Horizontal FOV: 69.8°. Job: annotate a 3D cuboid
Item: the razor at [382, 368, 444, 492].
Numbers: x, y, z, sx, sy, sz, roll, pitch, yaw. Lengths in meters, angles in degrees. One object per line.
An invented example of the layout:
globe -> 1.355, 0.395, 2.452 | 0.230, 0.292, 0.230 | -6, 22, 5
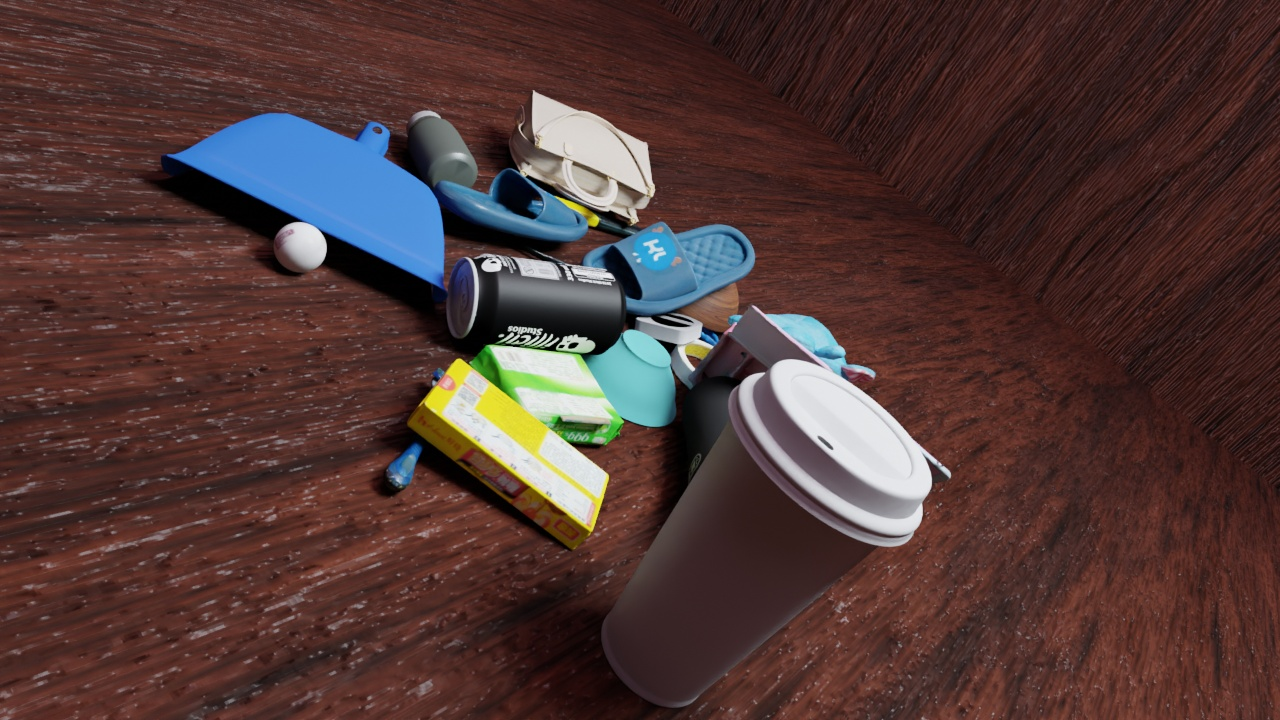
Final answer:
razor -> -0.156, 0.052, 0.663 | 0.044, 0.018, 0.140 | 40, 26, -11

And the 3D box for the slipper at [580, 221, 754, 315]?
slipper -> 0.038, -0.109, 1.029 | 0.213, 0.059, 0.103 | -15, 63, -23

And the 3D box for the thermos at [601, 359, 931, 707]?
thermos -> 0.065, 0.118, 0.575 | 0.131, 0.222, 0.131 | 27, 27, -15

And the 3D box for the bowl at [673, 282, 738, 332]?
bowl -> 0.068, -0.106, 1.121 | 0.147, 0.069, 0.147 | 30, 21, -13

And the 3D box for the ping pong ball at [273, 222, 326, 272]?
ping pong ball -> -0.275, -0.091, 0.741 | 0.040, 0.040, 0.040 | 27, 27, -15

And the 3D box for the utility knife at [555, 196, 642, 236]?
utility knife -> -0.042, -0.177, 1.186 | 0.186, 0.020, 0.028 | 12, 34, -37

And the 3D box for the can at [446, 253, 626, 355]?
can -> -0.092, -0.049, 0.819 | 0.145, 0.080, 0.080 | 4, 38, -31

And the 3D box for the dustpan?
dustpan -> -0.275, -0.175, 0.864 | 0.245, 0.060, 0.257 | 26, 37, -17

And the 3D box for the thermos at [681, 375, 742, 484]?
thermos -> 0.082, 0.094, 0.788 | 0.106, 0.106, 0.218 | 27, 22, -16

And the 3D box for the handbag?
handbag -> -0.070, -0.243, 1.170 | 0.194, 0.101, 0.197 | 20, 30, -22

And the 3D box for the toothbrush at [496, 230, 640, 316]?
toothbrush -> -0.075, -0.097, 1.018 | 0.188, 0.014, 0.017 | 29, 26, -12

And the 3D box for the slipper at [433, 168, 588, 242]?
slipper -> -0.131, -0.170, 1.001 | 0.104, 0.059, 0.213 | 33, 19, 28

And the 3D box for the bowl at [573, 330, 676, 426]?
bowl -> -0.005, 0.005, 0.887 | 0.121, 0.046, 0.121 | 27, 27, -15

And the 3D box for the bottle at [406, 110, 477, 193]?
bottle -> -0.224, -0.231, 1.017 | 0.060, 0.060, 0.108 | 9, 36, -41

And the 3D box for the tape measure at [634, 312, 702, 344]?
tape measure -> 0.032, -0.037, 1.011 | 0.065, 0.017, 0.064 | 16, 20, 22

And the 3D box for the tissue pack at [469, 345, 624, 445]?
tissue pack -> -0.077, 0.030, 0.776 | 0.113, 0.034, 0.099 | 9, 33, -41

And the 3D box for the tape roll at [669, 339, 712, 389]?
tape roll -> 0.076, 0.013, 1.001 | 0.094, 0.019, 0.093 | 27, 26, -15

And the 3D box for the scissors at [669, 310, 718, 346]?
scissors -> 0.034, -0.052, 1.076 | 0.132, 0.020, 0.096 | 40, 23, 8

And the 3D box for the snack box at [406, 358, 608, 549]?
snack box -> -0.093, 0.067, 0.677 | 0.152, 0.025, 0.075 | 39, 25, -11

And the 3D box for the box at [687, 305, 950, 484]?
box -> 0.169, 0.048, 0.876 | 0.233, 0.181, 0.050 | 42, 61, 2

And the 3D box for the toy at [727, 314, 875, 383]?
toy -> 0.168, -0.002, 1.040 | 0.183, 0.115, 0.180 | 20, 1, 22
